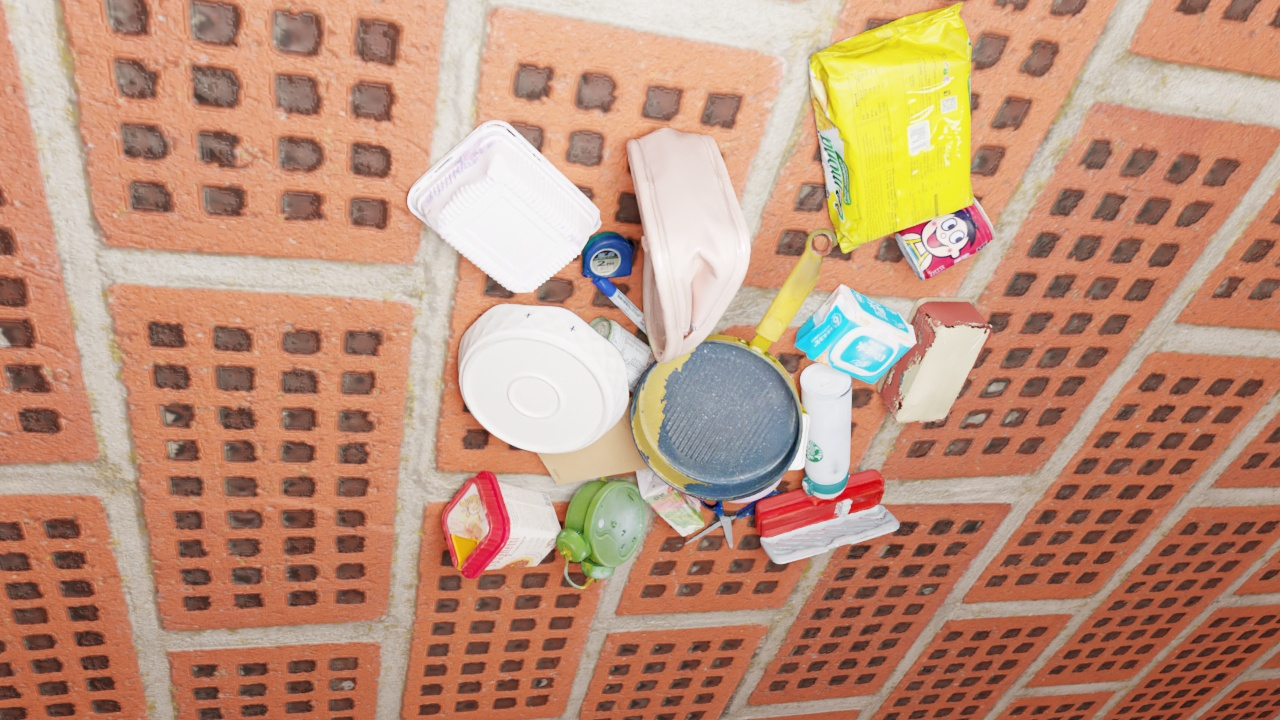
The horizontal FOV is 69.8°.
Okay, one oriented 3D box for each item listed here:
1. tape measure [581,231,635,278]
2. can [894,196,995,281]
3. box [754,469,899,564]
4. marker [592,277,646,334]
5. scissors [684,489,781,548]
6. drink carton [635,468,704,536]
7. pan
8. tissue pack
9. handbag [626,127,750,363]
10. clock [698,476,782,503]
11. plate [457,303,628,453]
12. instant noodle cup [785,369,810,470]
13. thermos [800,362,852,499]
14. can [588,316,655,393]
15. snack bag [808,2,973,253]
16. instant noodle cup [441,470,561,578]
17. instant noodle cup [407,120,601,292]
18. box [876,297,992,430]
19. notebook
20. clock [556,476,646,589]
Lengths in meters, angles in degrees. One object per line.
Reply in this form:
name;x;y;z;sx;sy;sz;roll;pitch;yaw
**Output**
tape measure;-0.036;-0.115;1.006;0.058;0.025;0.055;-7;131;-14
can;0.350;-0.142;1.055;0.094;0.066;0.066;-30;132;12
box;0.277;0.242;1.355;0.201;0.098;0.095;-15;139;-7
marker;-0.007;-0.055;1.075;0.017;0.016;0.146;-34;131;16
scissors;0.136;0.232;1.376;0.162;0.012;0.174;-18;134;1
drink carton;0.044;0.193;1.288;0.045;0.053;0.122;-30;132;12
pan;0.118;0.006;1.007;0.198;0.078;0.358;28;113;2
tissue pack;0.267;-0.028;1.138;0.140;0.063;0.090;21;123;-30
handbag;0.033;-0.097;0.942;0.093;0.193;0.235;-3;142;-9
clock;0.122;0.143;1.259;0.158;0.059;0.117;0;131;-13
plate;-0.116;0.030;1.054;0.205;0.045;0.205;7;128;9
instant noodle cup;0.151;0.078;1.146;0.116;0.123;0.116;-2;110;-13
thermos;0.252;0.104;1.252;0.073;0.073;0.224;-14;134;-3
can;-0.007;0.006;1.102;0.058;0.058;0.146;-39;129;20
snack bag;0.269;-0.233;0.951;0.158;0.068;0.247;-19;132;2
instant noodle cup;-0.181;0.222;1.223;0.124;0.116;0.117;15;127;-40
instant noodle cup;-0.134;-0.141;0.934;0.138;0.060;0.173;-36;129;18
box;0.381;0.007;1.191;0.091;0.077;0.169;-1;131;-15
notebook;-0.033;0.099;1.161;0.212;0.012;0.149;-11;139;12
clock;-0.056;0.232;1.240;0.056;0.161;0.116;6;149;39
